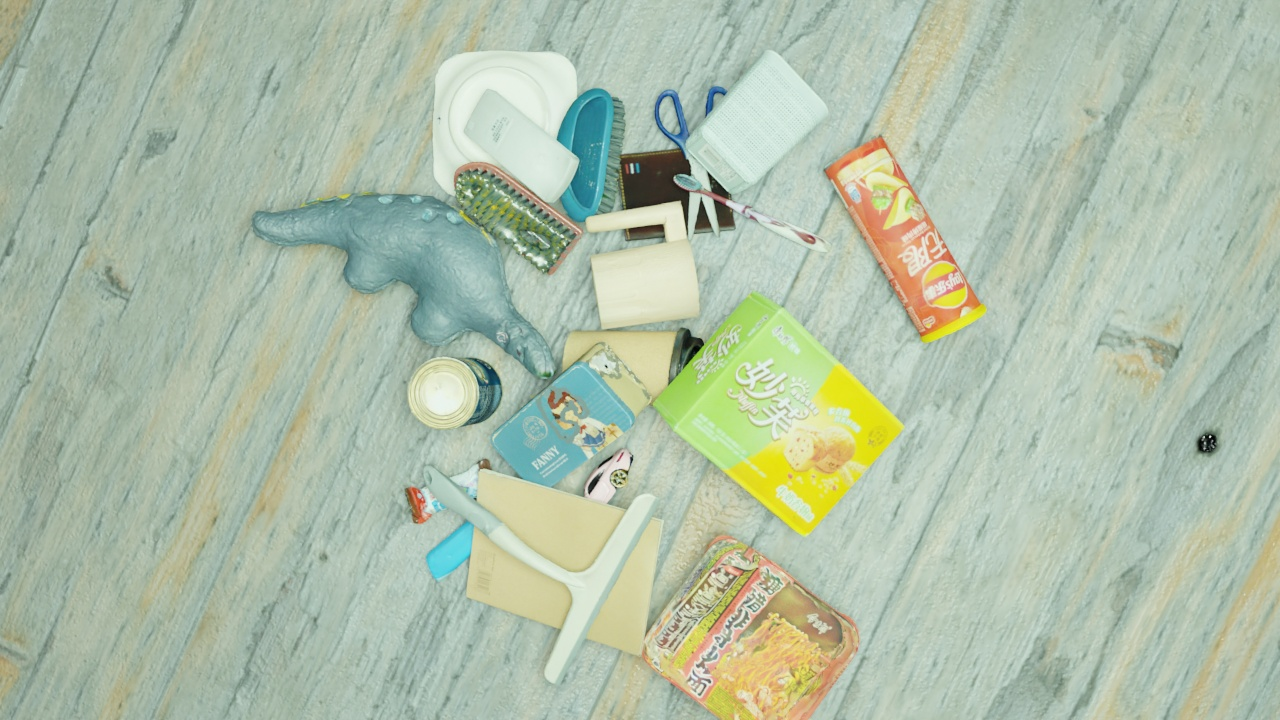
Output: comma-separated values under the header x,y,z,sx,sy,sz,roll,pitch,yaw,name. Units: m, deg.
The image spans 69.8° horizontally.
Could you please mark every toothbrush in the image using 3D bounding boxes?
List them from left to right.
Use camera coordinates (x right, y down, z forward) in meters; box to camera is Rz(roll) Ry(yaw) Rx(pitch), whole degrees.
x,y,z,sx,sy,sz,roll,pitch,yaw,name
0.121,-0.157,0.977,0.187,0.017,0.016,23,85,-8,toothbrush

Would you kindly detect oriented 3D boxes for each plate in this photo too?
x,y,z,sx,sy,sz,roll,pitch,yaw,name
-0.151,-0.262,1.006,0.164,0.034,0.164,0,90,5,plate

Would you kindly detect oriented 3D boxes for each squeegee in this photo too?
x,y,z,sx,sy,sz,roll,pitch,yaw,name
-0.139,0.180,0.953,0.246,0.039,0.247,32,108,15,squeegee

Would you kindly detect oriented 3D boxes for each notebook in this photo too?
x,y,z,sx,sy,sz,roll,pitch,yaw,name
-0.086,0.211,0.964,0.212,0.012,0.149,12,102,20,notebook

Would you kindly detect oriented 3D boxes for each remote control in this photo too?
x,y,z,sx,sy,sz,roll,pitch,yaw,name
-0.124,-0.223,0.955,0.135,0.019,0.056,41,111,17,remote control

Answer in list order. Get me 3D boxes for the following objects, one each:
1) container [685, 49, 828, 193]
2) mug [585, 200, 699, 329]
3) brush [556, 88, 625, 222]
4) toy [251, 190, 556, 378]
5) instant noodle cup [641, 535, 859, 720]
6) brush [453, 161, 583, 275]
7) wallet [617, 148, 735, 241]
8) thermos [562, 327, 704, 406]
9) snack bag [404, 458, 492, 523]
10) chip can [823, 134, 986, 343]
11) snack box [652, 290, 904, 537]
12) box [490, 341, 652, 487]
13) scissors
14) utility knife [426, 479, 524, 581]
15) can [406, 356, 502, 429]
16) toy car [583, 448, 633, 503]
x,y,z,sx,sy,sz,roll,pitch,yaw,name
0.115,-0.239,0.944,0.090,0.090,0.111,43,83,-8,container
0.001,-0.099,0.962,0.103,0.084,0.124,-9,90,-3,mug
-0.058,-0.219,0.975,0.055,0.073,0.144,8,89,43,brush
-0.228,-0.101,0.976,0.356,0.091,0.137,30,72,0,toy
0.116,0.291,0.963,0.189,0.079,0.164,36,93,5,instant noodle cup
-0.135,-0.158,0.977,0.146,0.069,0.063,37,113,-9,brush
0.038,-0.183,1.000,0.122,0.020,0.096,-6,89,2,wallet
-0.006,0.006,0.972,0.143,0.093,0.093,7,90,13,thermos
-0.208,0.145,1.013,0.105,0.026,0.045,-21,79,3,snack bag
0.273,-0.126,0.956,0.073,0.073,0.216,-31,87,3,chip can
0.141,0.057,0.924,0.210,0.070,0.158,40,93,-26,snack box
-0.077,0.063,0.951,0.090,0.059,0.185,46,125,-3,box
0.070,-0.218,0.987,0.146,0.012,0.169,-37,89,-4,scissors
-0.170,0.180,1.014,0.166,0.018,0.034,-41,100,2,utility knife
-0.194,0.034,0.969,0.075,0.111,0.075,0,90,4,can
-0.048,0.146,0.986,0.037,0.056,0.122,34,92,0,toy car
